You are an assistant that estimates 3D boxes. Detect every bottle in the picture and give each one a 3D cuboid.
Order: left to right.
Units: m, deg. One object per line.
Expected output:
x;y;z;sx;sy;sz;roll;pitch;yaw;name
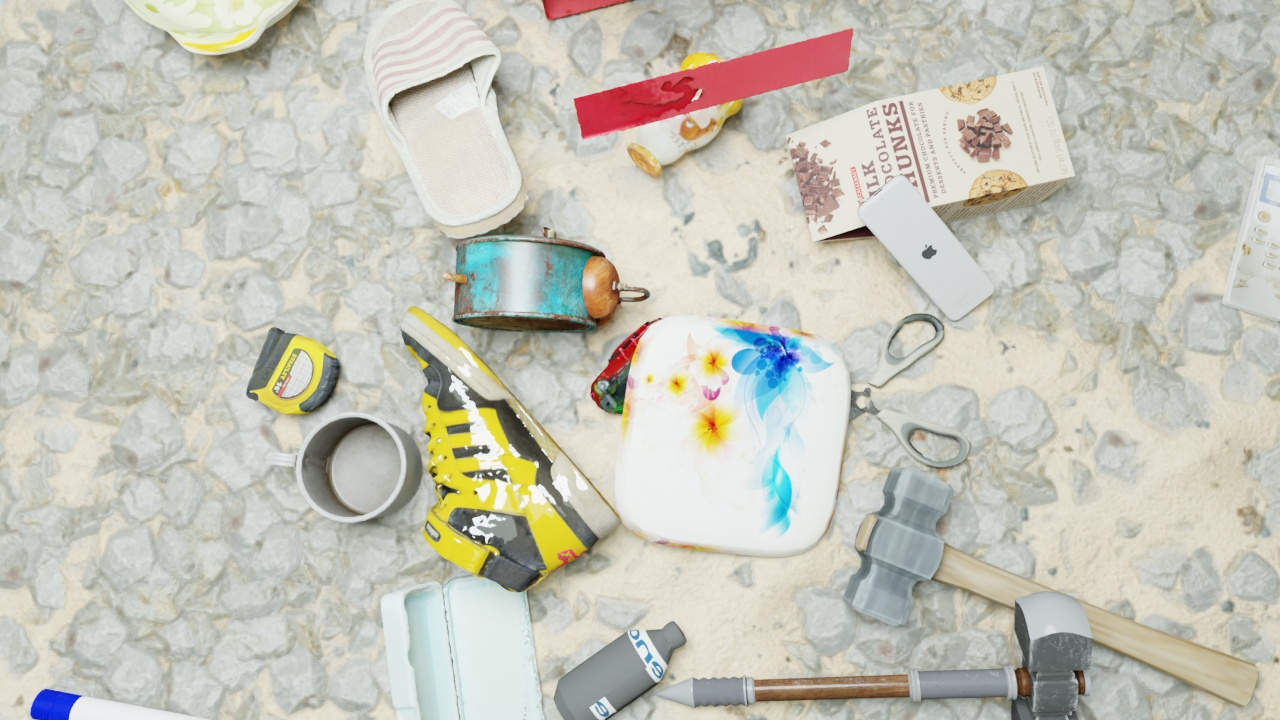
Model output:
-0.014;0.243;0.717;0.112;0.047;0.047;-33;83;-4;bottle
0.036;-0.206;0.773;0.063;0.063;0.109;40;85;6;bottle

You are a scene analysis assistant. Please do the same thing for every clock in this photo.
-0.070;-0.063;0.726;0.157;0.121;0.073;3;86;-4;clock

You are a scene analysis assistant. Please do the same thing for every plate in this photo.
0.078;0.062;0.732;0.187;0.016;0.187;8;90;-9;plate

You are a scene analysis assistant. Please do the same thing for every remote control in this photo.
0.231;-0.088;0.736;0.045;0.008;0.146;-41;120;17;remote control
0.537;-0.104;0.780;0.050;0.011;0.135;18;82;3;remote control

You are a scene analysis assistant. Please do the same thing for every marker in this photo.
-0.409;0.284;0.726;0.133;0.027;0.023;11;82;0;marker

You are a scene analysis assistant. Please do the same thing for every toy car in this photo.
-0.004;0.004;0.754;0.036;0.042;0.091;34;75;35;toy car

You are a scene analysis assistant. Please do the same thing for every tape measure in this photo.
-0.283;0.012;0.757;0.064;0.037;0.065;17;84;3;tape measure

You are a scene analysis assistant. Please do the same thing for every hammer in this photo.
0.171;0.251;0.704;0.322;0.043;0.156;-5;117;9;hammer
0.326;0.195;0.723;0.323;0.051;0.117;22;85;1;hammer

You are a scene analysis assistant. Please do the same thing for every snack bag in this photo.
0.232;-0.164;0.762;0.206;0.070;0.094;-12;82;-1;snack bag

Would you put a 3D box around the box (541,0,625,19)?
0.011;-0.361;0.644;0.211;0.378;0.124;-14;98;-3;box

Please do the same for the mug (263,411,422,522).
-0.235;0.084;0.730;0.113;0.070;0.084;7;82;1;mug

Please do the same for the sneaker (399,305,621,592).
-0.136;0.076;0.718;0.122;0.086;0.238;-42;81;-9;sneaker

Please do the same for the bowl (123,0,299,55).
-0.362;-0.357;0.800;0.188;0.060;0.219;-8;83;-1;bowl

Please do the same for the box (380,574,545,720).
-0.132;0.267;0.704;0.122;0.078;0.197;-7;83;-20;box

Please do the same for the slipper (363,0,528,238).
-0.161;-0.214;0.744;0.115;0.052;0.262;-22;62;-1;slipper

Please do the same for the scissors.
0.203;0.028;0.763;0.170;0.012;0.157;28;82;5;scissors
